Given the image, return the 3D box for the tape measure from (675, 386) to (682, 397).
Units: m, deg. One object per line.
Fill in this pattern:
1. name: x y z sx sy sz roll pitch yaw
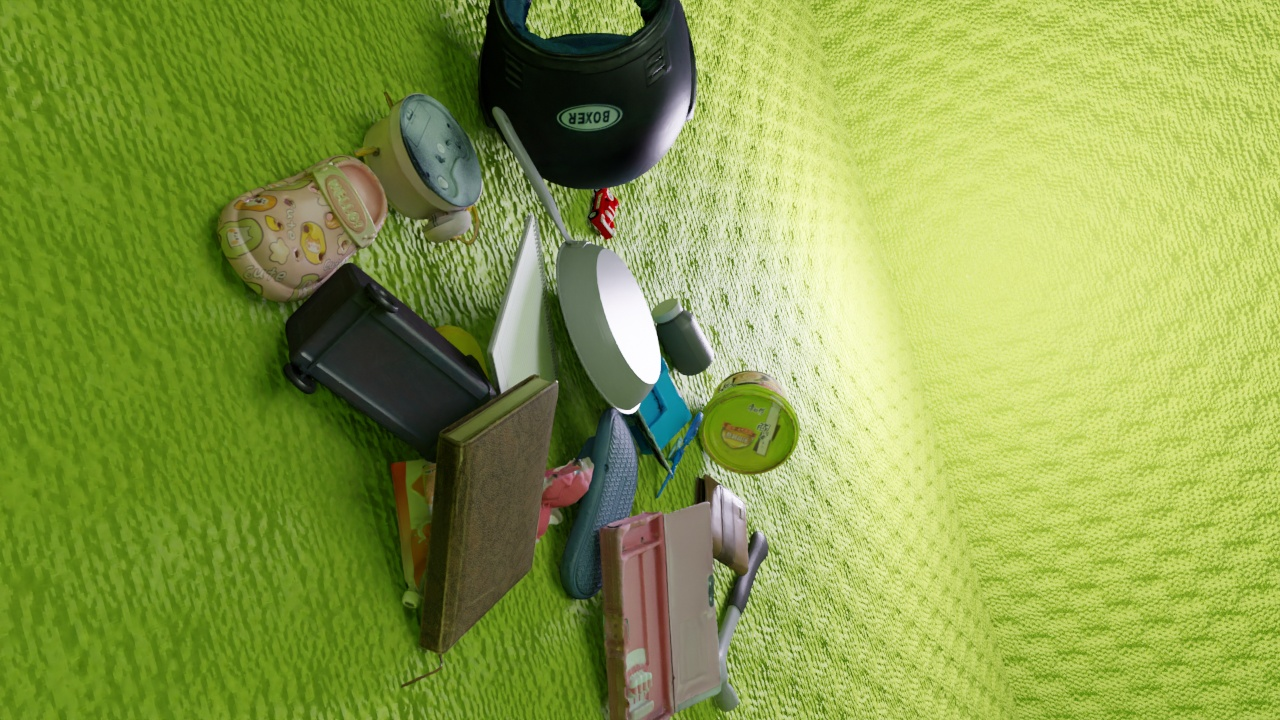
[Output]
1. tape measure: 0.036 0.058 1.269 0.064 0.017 0.064 47 37 -41

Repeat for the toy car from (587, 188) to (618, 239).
1. toy car: -0.047 -0.205 1.250 0.038 0.025 0.089 49 36 -39

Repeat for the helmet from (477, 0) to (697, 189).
1. helmet: -0.063 -0.346 1.075 0.236 0.249 0.315 86 -2 -58

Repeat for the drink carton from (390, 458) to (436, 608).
1. drink carton: -0.186 0.147 0.796 0.069 0.039 0.122 -1 82 -62

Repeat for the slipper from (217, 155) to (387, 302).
1. slipper: -0.255 -0.119 0.758 0.093 0.082 0.196 64 27 -19

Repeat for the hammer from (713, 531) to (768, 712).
1. hammer: 0.135 0.336 1.289 0.125 0.030 0.309 66 28 -16

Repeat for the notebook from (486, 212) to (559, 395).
1. notebook: -0.112 0.004 0.905 0.246 0.013 0.177 88 8 -50

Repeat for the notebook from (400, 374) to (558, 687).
1. notebook: -0.138 0.137 0.768 0.189 0.034 0.216 -39 144 -58

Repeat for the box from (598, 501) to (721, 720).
1. box: 0.023 0.283 1.024 0.178 0.039 0.232 -3 91 -50

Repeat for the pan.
1. pan: -0.064 -0.111 0.987 0.356 0.051 0.200 67 18 -11

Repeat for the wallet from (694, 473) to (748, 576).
1. wallet: 0.115 0.230 1.292 0.098 0.027 0.120 37 38 -32

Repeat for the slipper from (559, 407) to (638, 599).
1. slipper: -0.050 0.157 1.014 0.104 0.059 0.213 47 50 -53

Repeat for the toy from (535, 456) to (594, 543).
1. toy: -0.093 0.136 0.944 0.102 0.050 0.065 -55 159 -3

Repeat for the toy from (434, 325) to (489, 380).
1. toy: -0.176 0.011 0.875 0.094 0.041 0.095 55 32 -41

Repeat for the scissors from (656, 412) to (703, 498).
1. scissors: 0.047 0.124 1.206 0.125 0.015 0.127 -62 180 -9

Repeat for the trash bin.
1. trash bin: -0.200 0.006 0.754 0.161 0.094 0.092 45 3 -37

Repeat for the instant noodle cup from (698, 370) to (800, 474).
1. instant noodle cup: 0.162 0.087 1.362 0.146 0.146 0.097 63 19 -20

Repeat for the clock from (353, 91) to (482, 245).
1. clock: -0.204 -0.182 0.904 0.158 0.059 0.116 51 30 -37

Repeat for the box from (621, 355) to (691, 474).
1. box: -0.024 0.013 1.133 0.243 0.071 0.169 63 20 -18

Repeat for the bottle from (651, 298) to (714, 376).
1. bottle: 0.059 -0.034 1.316 0.108 0.060 0.060 59 31 -26
